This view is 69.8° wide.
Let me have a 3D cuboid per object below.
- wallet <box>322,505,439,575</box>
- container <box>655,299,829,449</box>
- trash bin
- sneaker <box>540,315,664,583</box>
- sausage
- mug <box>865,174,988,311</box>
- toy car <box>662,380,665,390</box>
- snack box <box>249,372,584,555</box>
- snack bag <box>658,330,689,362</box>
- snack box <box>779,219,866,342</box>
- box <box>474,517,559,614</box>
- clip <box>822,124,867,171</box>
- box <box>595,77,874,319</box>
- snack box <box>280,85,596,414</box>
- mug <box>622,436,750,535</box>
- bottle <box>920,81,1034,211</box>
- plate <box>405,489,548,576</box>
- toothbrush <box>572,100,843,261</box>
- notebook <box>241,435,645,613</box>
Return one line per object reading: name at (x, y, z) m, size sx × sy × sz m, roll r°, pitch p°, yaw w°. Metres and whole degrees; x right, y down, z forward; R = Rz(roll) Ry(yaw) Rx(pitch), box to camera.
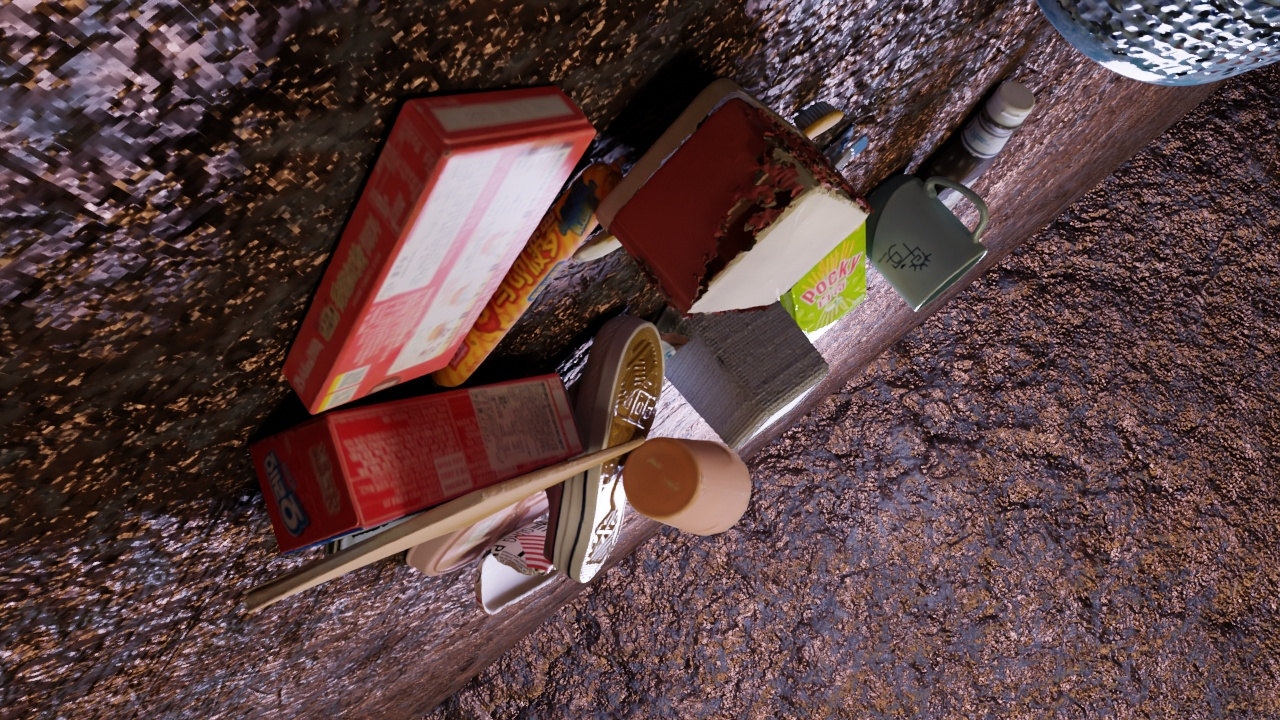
wallet at (-0.149, 0.094, 0.620) m, size 0.129 × 0.037 × 0.107 m, roll -30°, pitch 164°, yaw -31°
container at (0.077, -0.002, 0.730) m, size 0.090 × 0.114 × 0.090 m, roll -32°, pitch 166°, yaw -28°
trash bin at (0.256, -0.210, 0.345) m, size 0.226 × 0.226 × 0.195 m, roll -36°, pitch 180°, yaw -9°
sneaker at (-0.049, 0.063, 0.686) m, size 0.118 × 0.088 × 0.242 m, roll -42°, pitch 153°, yaw -49°
sausage at (-0.058, -0.038, 0.443) m, size 0.166 × 0.021 × 0.021 m, roll -46°, pitch 165°, yaw 29°
mug at (0.259, -0.120, 0.841) m, size 0.082 × 0.106 × 0.112 m, roll -23°, pitch 160°, yaw -48°
toy car at (-0.017, 0.040, 0.791) m, size 0.105 × 0.032 × 0.048 m, roll -57°, pitch 162°, yaw 17°
snack box at (-0.106, 0.049, 0.498) m, size 0.057 × 0.058 × 0.207 m, roll -21°, pitch 175°, yaw 25°
snack bag at (-0.004, 0.004, 0.715) m, size 0.106 × 0.045 × 0.026 m, roll 128°, pitch -25°, yaw -47°
snack box at (0.169, -0.075, 0.850) m, size 0.085 × 0.026 × 0.156 m, roll -38°, pitch 153°, yaw -5°
box at (-0.103, 0.204, 0.915) m, size 0.162 × 0.076 × 0.087 m, roll -14°, pitch 126°, yaw -68°
clip at (0.130, -0.137, 0.632) m, size 0.058 × 0.036 × 0.025 m, roll -44°, pitch 169°, yaw 6°
box at (0.060, -0.068, 0.450) m, size 0.091 × 0.078 × 0.168 m, roll -44°, pitch 168°, yaw 20°
snack box at (-0.083, -0.039, 0.360) m, size 0.075 × 0.025 × 0.153 m, roll -26°, pitch 162°, yaw -48°
mug at (0.033, 0.093, 0.698) m, size 0.078 × 0.078 × 0.122 m, roll -40°, pitch 159°, yaw 9°
bottle at (0.310, -0.190, 0.887) m, size 0.079 × 0.044 × 0.195 m, roll -33°, pitch 165°, yaw -24°
plate at (-0.115, 0.129, 0.859) m, size 0.229 × 0.028 × 0.230 m, roll -36°, pitch 167°, yaw -9°
toothbrush at (0.040, -0.102, 0.511) m, size 0.191 × 0.018 × 0.016 m, roll -31°, pitch 164°, yaw -19°
notebook at (-0.096, 0.085, 0.525) m, size 0.150 × 0.012 × 0.211 m, roll -26°, pitch 173°, yaw 19°
